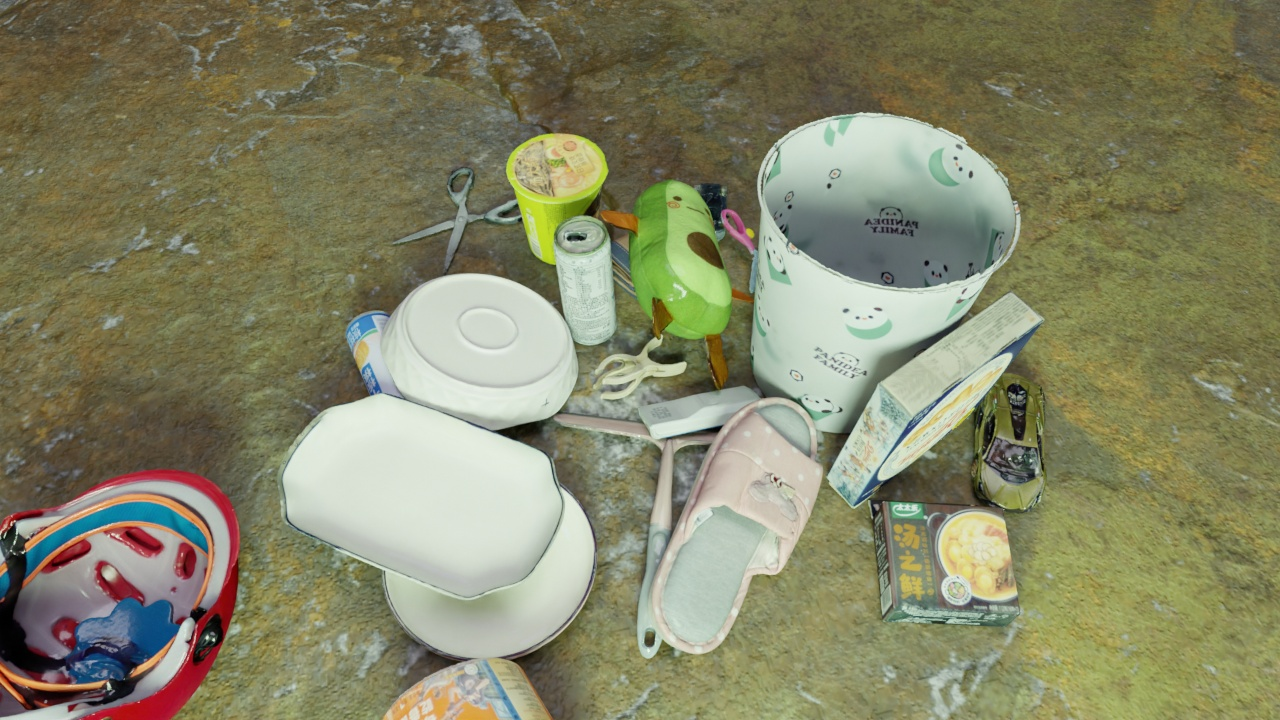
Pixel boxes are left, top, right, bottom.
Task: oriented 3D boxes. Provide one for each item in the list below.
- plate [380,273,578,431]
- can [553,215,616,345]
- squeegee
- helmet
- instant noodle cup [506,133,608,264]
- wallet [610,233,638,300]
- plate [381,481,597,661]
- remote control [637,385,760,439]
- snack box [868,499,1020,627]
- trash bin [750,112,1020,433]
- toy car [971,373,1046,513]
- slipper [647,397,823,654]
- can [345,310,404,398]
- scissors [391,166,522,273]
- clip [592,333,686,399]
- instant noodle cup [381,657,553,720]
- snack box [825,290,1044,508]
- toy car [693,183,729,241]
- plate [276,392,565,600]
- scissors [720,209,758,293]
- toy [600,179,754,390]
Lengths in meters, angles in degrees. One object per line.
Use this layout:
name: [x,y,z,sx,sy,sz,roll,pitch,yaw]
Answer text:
plate: [-0.162,-0.019,0.952,0.205,0.046,0.204,11,44,-11]
can: [-0.057,-0.082,0.971,0.058,0.147,0.058,-1,53,2]
squeegee: [0.020,0.153,0.865,0.248,0.040,0.249,6,54,2]
helmet: [-0.432,0.215,0.745,0.207,0.144,0.239,21,41,14]
instant noodle cup: [-0.092,-0.178,1.059,0.111,0.124,0.111,0,55,-1]
wallet: [0.018,-0.124,1.079,0.115,0.033,0.090,-33,63,-25]
plate: [-0.135,0.185,0.836,0.192,0.039,0.192,1,53,-1]
remote control: [0.063,0.051,0.939,0.124,0.024,0.049,-11,25,-13]
snack box: [0.277,0.179,0.849,0.113,0.053,0.125,2,58,0]
trash bin: [0.213,-0.070,0.904,0.229,0.252,0.229,1,52,-1]
toy car: [0.375,0.081,0.928,0.070,0.042,0.157,11,56,7]
slipper: [0.096,0.142,0.844,0.114,0.055,0.273,41,60,-10]
can: [-0.261,0.012,0.954,0.053,0.053,0.134,-22,57,-17]
scissors: [-0.221,-0.176,1.122,0.178,0.014,0.159,-20,56,-15]
clip: [-0.003,0.009,0.979,0.099,0.035,0.070,-23,56,-28]
instant noodle cup: [-0.123,0.304,0.686,0.151,0.152,0.111,-21,48,-17]
snack box: [0.272,0.040,0.866,0.177,0.183,0.046,-31,64,-23]
toy car: [0.086,-0.182,1.122,0.043,0.034,0.090,0,52,1]
plate: [-0.198,0.124,0.834,0.266,0.034,0.161,18,54,12]
scissors: [0.144,-0.126,1.081,0.118,0.017,0.133,-12,68,-41]
toy: [0.043,-0.098,0.962,0.090,0.226,0.246,-32,47,30]
